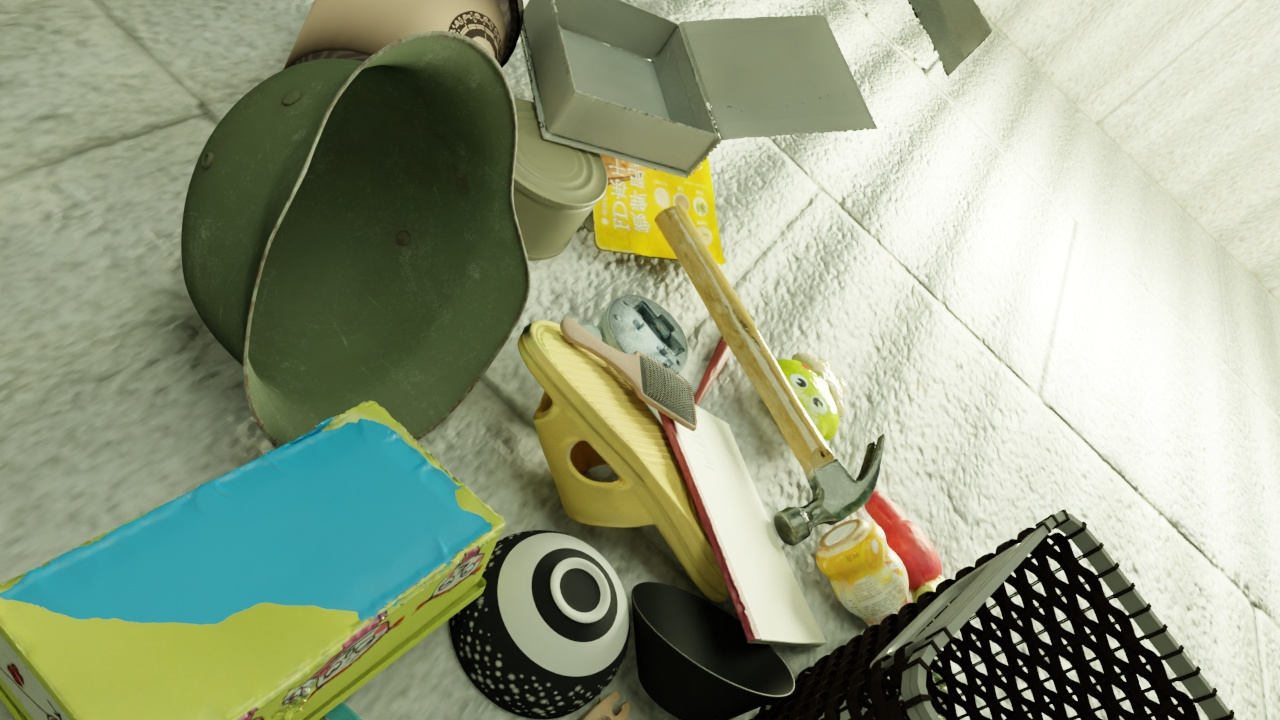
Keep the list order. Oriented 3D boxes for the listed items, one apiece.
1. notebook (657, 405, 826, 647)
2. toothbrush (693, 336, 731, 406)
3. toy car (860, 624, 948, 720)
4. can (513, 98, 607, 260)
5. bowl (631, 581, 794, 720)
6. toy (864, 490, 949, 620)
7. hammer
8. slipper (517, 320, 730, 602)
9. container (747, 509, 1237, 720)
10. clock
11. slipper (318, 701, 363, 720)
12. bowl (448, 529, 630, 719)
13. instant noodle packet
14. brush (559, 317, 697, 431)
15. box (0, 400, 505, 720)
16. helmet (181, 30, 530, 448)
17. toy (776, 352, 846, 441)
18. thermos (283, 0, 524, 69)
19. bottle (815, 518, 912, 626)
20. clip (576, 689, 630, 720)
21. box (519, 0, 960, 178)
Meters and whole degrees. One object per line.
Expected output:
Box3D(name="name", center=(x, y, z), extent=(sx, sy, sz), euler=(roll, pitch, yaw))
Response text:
Box3D(name="notebook", center=(0.076, 0.122, 0.720), extent=(0.153, 0.012, 0.208), euler=(31, 33, -56))
Box3D(name="toothbrush", center=(0.069, 0.010, 0.858), extent=(0.016, 0.017, 0.189), euler=(39, 40, -5))
Box3D(name="toy car", center=(0.214, 0.263, 0.750), extent=(0.105, 0.033, 0.047), euler=(40, 38, -12))
Box3D(name="can", center=(-0.100, -0.162, 0.820), extent=(0.127, 0.073, 0.127), euler=(22, 45, -24))
Box3D(name="bowl", center=(0.036, 0.207, 0.618), extent=(0.124, 0.052, 0.124), euler=(28, 6, -4))
Box3D(name="toy", center=(0.243, 0.177, 0.824), extent=(0.135, 0.045, 0.091), euler=(63, 9, 23))
Box3D(name="hammer", center=(0.107, -0.004, 0.844), extent=(0.132, 0.033, 0.330), euler=(-23, 74, -23))
Box3D(name="slipper", center=(-0.016, 0.083, 0.677), extent=(0.263, 0.078, 0.099), euler=(52, 19, -18))
Box3D(name="container", center=(0.199, 0.282, 0.556), extent=(0.246, 0.244, 0.245), euler=(-19, 70, -47))
Box3D(name="clock", center=(-0.013, -0.005, 0.772), extent=(0.083, 0.057, 0.117), euler=(51, 41, 7))
Box3D(name="slipper", center=(-0.180, 0.210, 0.454), extent=(0.098, 0.055, 0.268), euler=(-11, 63, -42))
Box3D(name="bowl", center=(-0.054, 0.160, 0.589), extent=(0.120, 0.067, 0.120), euler=(22, 45, -24))
Box3D(name="instant noodle packet", center=(-0.005, -0.195, 0.936), extent=(0.162, 0.084, 0.221), euler=(4, 60, -38))
Box3D(name="brush", center=(-0.004, 0.004, 0.677), extent=(0.135, 0.015, 0.049), euler=(34, 32, -31))
Box3D(name="box", center=(-0.187, 0.118, 0.466), extent=(0.124, 0.079, 0.220), euler=(38, 37, 15))
Box3D(name="helmet", center=(-0.189, -0.089, 0.583), extent=(0.154, 0.268, 0.226), euler=(29, 5, 26))
Box3D(name="toy", center=(0.168, 0.032, 0.901), extent=(0.092, 0.043, 0.117), euler=(51, 39, 10))
Box3D(name="thermos", center=(-0.198, -0.249, 0.751), extent=(0.172, 0.173, 0.225), euler=(26, 50, -21))
Box3D(name="bottle", center=(0.197, 0.190, 0.775), extent=(0.063, 0.063, 0.109), euler=(-35, 94, -49))
Box3D(name="clip", center=(-0.033, 0.228, 0.584), extent=(0.045, 0.025, 0.060), euler=(45, 33, -1))
Box3D(name="box", center=(0.093, -0.271, 0.906), extent=(0.418, 0.109, 0.166), euler=(-1, 59, -23))
